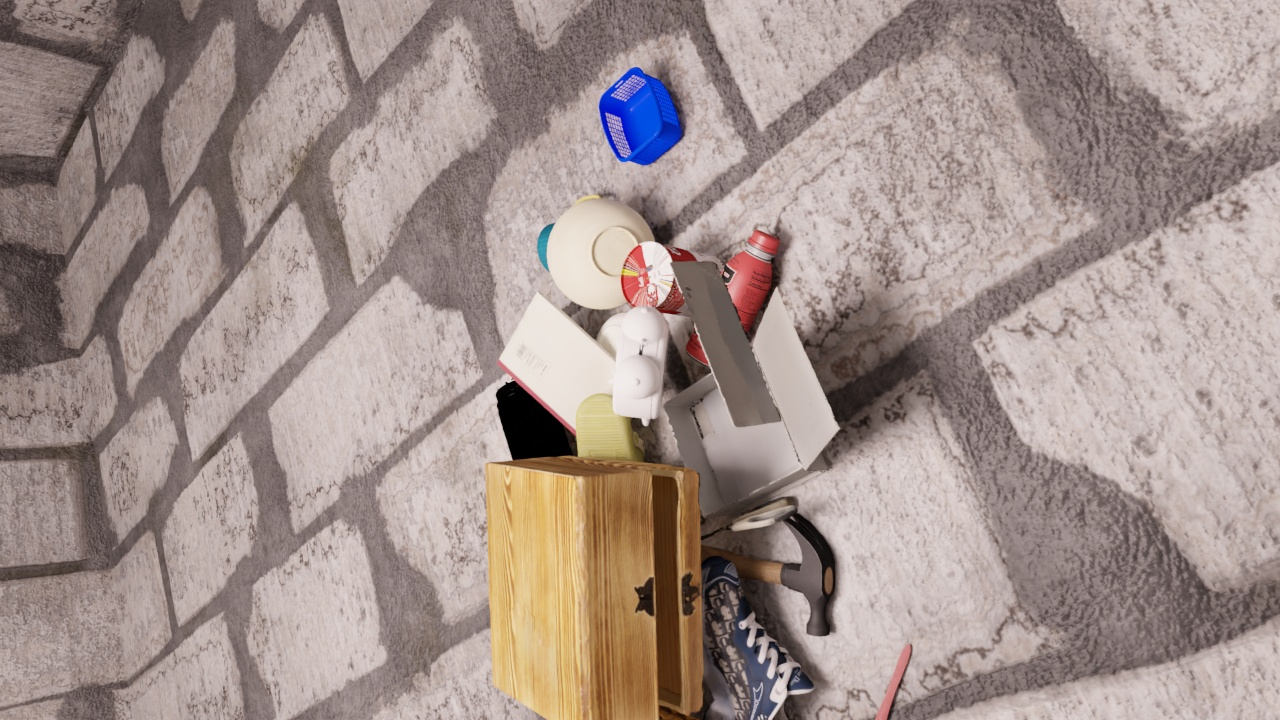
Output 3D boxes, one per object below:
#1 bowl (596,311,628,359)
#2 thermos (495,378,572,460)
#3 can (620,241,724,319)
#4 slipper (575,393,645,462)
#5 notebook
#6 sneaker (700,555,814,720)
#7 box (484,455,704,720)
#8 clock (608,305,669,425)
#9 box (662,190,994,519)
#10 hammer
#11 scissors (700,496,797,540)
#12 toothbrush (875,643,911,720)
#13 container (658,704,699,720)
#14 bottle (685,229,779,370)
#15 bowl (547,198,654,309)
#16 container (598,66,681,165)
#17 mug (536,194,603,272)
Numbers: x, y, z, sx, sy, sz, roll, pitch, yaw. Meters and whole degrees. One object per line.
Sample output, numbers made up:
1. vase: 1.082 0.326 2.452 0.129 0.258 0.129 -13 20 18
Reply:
1. bowl: -0.020 -0.017 1.262 0.105 0.054 0.105 -5 82 41
2. thermos: -0.155 0.109 1.350 0.086 0.086 0.198 -35 65 34
3. can: 0.045 -0.100 1.167 0.087 0.116 0.086 -3 85 41
4. slipper: -0.036 0.131 1.240 0.092 0.081 0.190 -7 103 18
5. notebook: -0.097 0.023 1.275 0.209 0.012 0.153 42 128 8
6. sneaker: 0.135 0.358 1.071 0.133 0.103 0.269 -9 94 28
7. box: -0.065 0.256 1.063 0.246 0.167 0.279 -2 91 53
8. clock: -0.006 0.007 1.133 0.073 0.161 0.125 6 72 3
9. box: 0.182 0.024 1.002 0.480 0.119 0.166 -50 55 54
10. hammer: 0.101 0.249 1.152 0.306 0.040 0.132 0 90 42
11. scissors: 0.114 0.193 1.080 0.163 0.154 0.012 -22 90 41
12. toothbrush: 0.265 0.395 1.010 0.015 0.015 0.184 23 101 33
13. container: -0.009 0.556 1.047 0.220 0.213 0.252 7 121 41
14. bottle: 0.119 -0.076 1.137 0.062 0.062 0.177 38 112 36
15. bowl: -0.043 -0.142 1.214 0.075 0.150 0.151 -163 80 -74
16. container: 0.002 -0.331 1.258 0.096 0.058 0.114 -33 66 35
17. mug: -0.082 -0.180 1.313 0.107 0.083 0.113 -5 72 45
